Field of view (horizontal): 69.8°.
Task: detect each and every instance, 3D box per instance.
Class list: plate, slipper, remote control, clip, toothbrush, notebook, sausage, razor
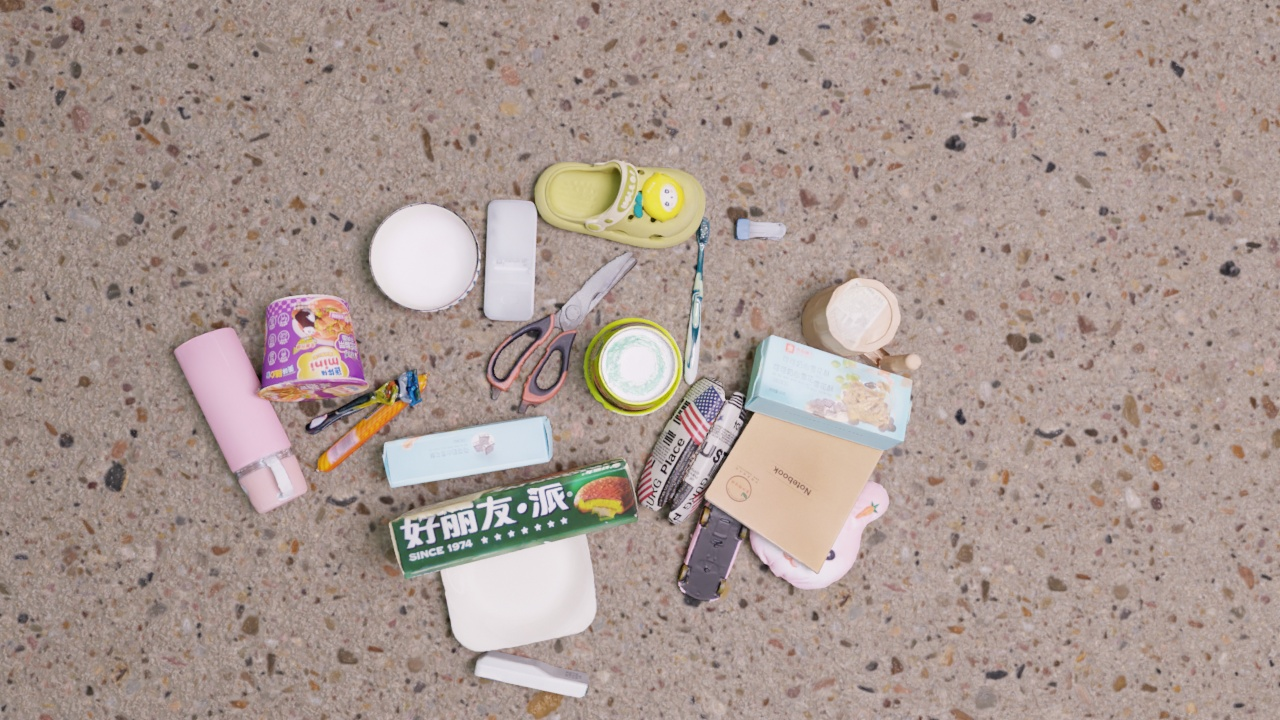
[{"bbox_3d":[-0.136,0.229,1.013,0.164,0.034,0.163,-10,89,-3],"label":"plate"},{"bbox_3d":[-0.023,-0.175,1.005,0.190,0.081,0.091,6,91,-2],"label":"slipper"},{"bbox_3d":[-0.118,0.343,1.004,0.125,0.049,0.024,13,85,-2],"label":"remote control"},{"bbox_3d":[0.136,-0.148,1.042,0.058,0.038,0.026,2,87,-1],"label":"clip"},{"bbox_3d":[0.064,-0.068,1.036,0.016,0.018,0.191,5,88,-2],"label":"toothbrush"},{"bbox_3d":[-0.145,-0.112,1.028,0.056,0.020,0.136,2,88,-3],"label":"remote control"},{"bbox_3d":[0.181,0.106,1.007,0.148,0.008,0.207,34,68,1],"label":"notebook"},{"bbox_3d":[-0.297,0.069,1.017,0.165,0.021,0.021,-41,90,-3],"label":"sausage"},{"bbox_3d":[-0.308,0.049,1.005,0.143,0.022,0.042,-22,57,10],"label":"razor"}]

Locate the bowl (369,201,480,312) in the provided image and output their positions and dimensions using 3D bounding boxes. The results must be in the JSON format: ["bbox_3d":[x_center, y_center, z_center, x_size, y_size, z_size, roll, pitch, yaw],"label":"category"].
[{"bbox_3d":[-0.230,-0.109,1.002,0.116,0.066,0.116,0,89,-1],"label":"bowl"}]

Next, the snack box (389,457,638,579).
[{"bbox_3d":[-0.124,0.157,0.942,0.240,0.114,0.063,-13,87,-3],"label":"snack box"}]

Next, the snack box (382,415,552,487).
[{"bbox_3d":[-0.183,0.097,0.995,0.175,0.074,0.051,-9,88,-3],"label":"snack box"}]

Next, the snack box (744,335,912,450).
[{"bbox_3d":[0.205,0.036,1.002,0.175,0.052,0.074,17,70,-7],"label":"snack box"}]

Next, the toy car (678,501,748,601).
[{"bbox_3d":[0.081,0.209,1.023,0.056,0.037,0.122,20,100,1],"label":"toy car"}]

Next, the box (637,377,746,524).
[{"bbox_3d":[0.051,0.095,1.015,0.087,0.076,0.163,30,91,18],"label":"box"}]

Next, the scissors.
[{"bbox_3d":[-0.075,-0.032,1.032,0.208,0.015,0.185,-10,88,-2],"label":"scissors"}]

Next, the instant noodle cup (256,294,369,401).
[{"bbox_3d":[-0.352,-0.014,0.979,0.111,0.111,0.099,-7,82,-3],"label":"instant noodle cup"}]

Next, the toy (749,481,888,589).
[{"bbox_3d":[0.199,0.176,1.021,0.121,0.054,0.159,45,80,2],"label":"toy"}]

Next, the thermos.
[{"bbox_3d":[-0.424,0.064,0.982,0.067,0.087,0.198,-25,88,-32],"label":"thermos"}]

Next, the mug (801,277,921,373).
[{"bbox_3d":[0.243,-0.031,1.000,0.124,0.103,0.084,43,87,0],"label":"mug"}]

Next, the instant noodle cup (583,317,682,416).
[{"bbox_3d":[-0.006,0.006,0.979,0.111,0.123,0.111,0,89,-2],"label":"instant noodle cup"}]
